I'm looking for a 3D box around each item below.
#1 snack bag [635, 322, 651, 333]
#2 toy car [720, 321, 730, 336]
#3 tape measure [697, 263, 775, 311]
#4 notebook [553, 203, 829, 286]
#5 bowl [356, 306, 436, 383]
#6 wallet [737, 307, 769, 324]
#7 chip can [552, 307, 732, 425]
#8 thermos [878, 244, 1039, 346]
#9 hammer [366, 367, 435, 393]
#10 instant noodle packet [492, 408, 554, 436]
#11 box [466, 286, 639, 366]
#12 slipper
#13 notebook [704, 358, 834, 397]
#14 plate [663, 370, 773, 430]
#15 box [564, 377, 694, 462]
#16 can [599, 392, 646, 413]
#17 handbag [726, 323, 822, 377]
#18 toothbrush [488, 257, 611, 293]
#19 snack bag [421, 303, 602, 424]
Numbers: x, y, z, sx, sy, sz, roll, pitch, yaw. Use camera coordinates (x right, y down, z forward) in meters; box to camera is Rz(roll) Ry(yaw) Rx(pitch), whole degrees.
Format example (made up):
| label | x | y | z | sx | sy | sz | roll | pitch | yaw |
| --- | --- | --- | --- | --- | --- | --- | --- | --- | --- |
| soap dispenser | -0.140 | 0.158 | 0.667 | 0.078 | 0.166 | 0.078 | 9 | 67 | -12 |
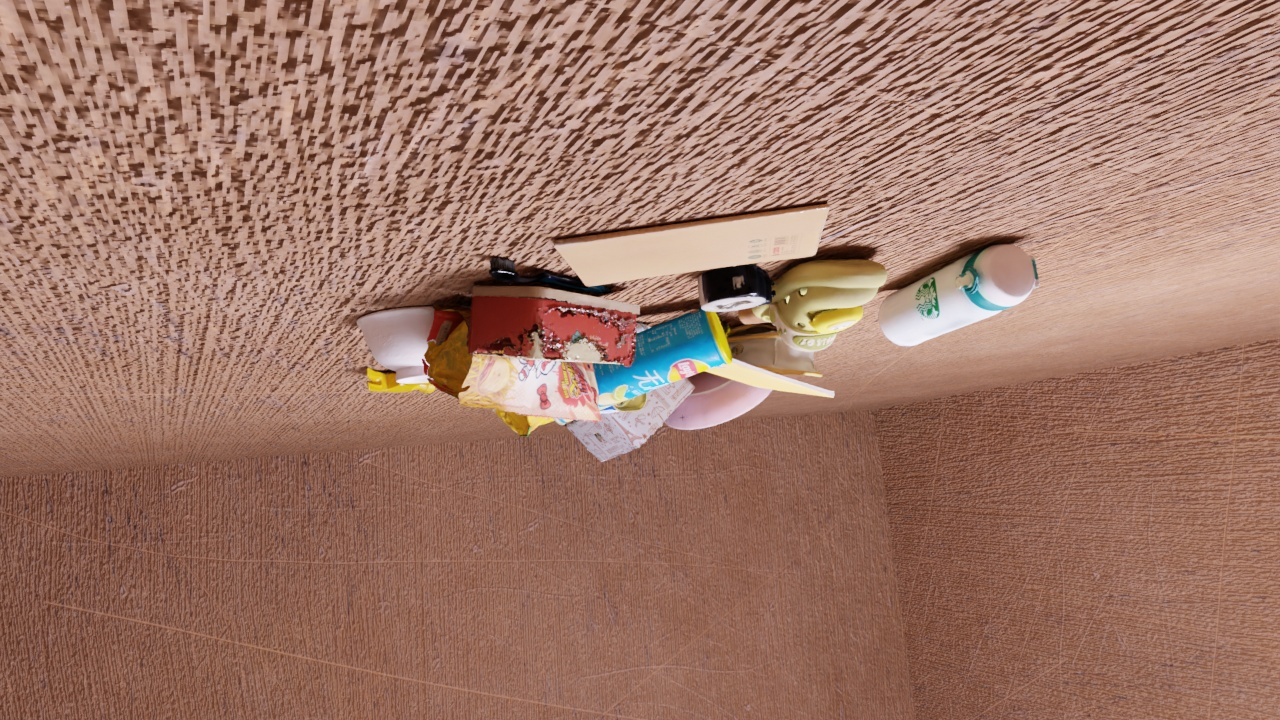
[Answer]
| label | x | y | z | sx | sy | sz | roll | pitch | yaw |
| --- | --- | --- | --- | --- | --- | --- | --- | --- | --- |
| snack bag | -0.017 | -0.032 | 1.081 | 0.048 | 0.026 | 0.104 | -4 | 176 | 39 |
| toy car | 0.064 | -0.029 | 1.154 | 0.105 | 0.032 | 0.048 | -5 | 172 | -21 |
| tape measure | 0.088 | -0.068 | 0.876 | 0.066 | 0.033 | 0.065 | -10 | 170 | 25 |
| notebook | 0.044 | -0.092 | 0.753 | 0.208 | 0.008 | 0.148 | -7 | 172 | 6 |
| bowl | -0.224 | -0.012 | 0.929 | 0.118 | 0.064 | 0.118 | -7 | 173 | -1 |
| wallet | 0.185 | -0.061 | 1.066 | 0.101 | 0.020 | 0.115 | -12 | 173 | 37 |
| chip can | -0.006 | 0.006 | 1.037 | 0.210 | 0.071 | 0.071 | -21 | 169 | 12 |
| thermos | 0.322 | -0.066 | 0.953 | 0.073 | 0.073 | 0.224 | -5 | 172 | -10 |
| hammer | -0.245 | 0.009 | 1.197 | 0.302 | 0.033 | 0.128 | -12 | 172 | 40 |
| instant noodle packet | -0.159 | 0.048 | 1.244 | 0.044 | 0.111 | 0.128 | -57 | 165 | 26 |
| box | -0.076 | -0.022 | 0.855 | 0.091 | 0.078 | 0.168 | 4 | 180 | 33 |
| slipper | 0.175 | -0.050 | 0.909 | 0.091 | 0.081 | 0.191 | -6 | 176 | -18 |
| notebook | 0.128 | 0.016 | 1.166 | 0.206 | 0.010 | 0.146 | 17 | 174 | -38 |
| plate | 0.112 | 0.033 | 1.377 | 0.192 | 0.039 | 0.192 | -22 | -158 | 9 |
| box | -0.040 | 0.028 | 1.310 | 0.150 | 0.166 | 0.182 | -48 | -173 | -25 |
| can | -0.041 | 0.017 | 1.163 | 0.057 | 0.102 | 0.083 | 0 | 173 | -38 |
| handbag | 0.148 | -0.018 | 1.260 | 0.179 | 0.063 | 0.163 | 7 | 180 | 33 |
| toothbrush | -0.074 | -0.072 | 0.806 | 0.014 | 0.016 | 0.189 | -20 | 170 | 26 |
| snack bag | -0.119 | 0.002 | 0.929 | 0.073 | 0.128 | 0.207 | -33 | 155 | 31 |
